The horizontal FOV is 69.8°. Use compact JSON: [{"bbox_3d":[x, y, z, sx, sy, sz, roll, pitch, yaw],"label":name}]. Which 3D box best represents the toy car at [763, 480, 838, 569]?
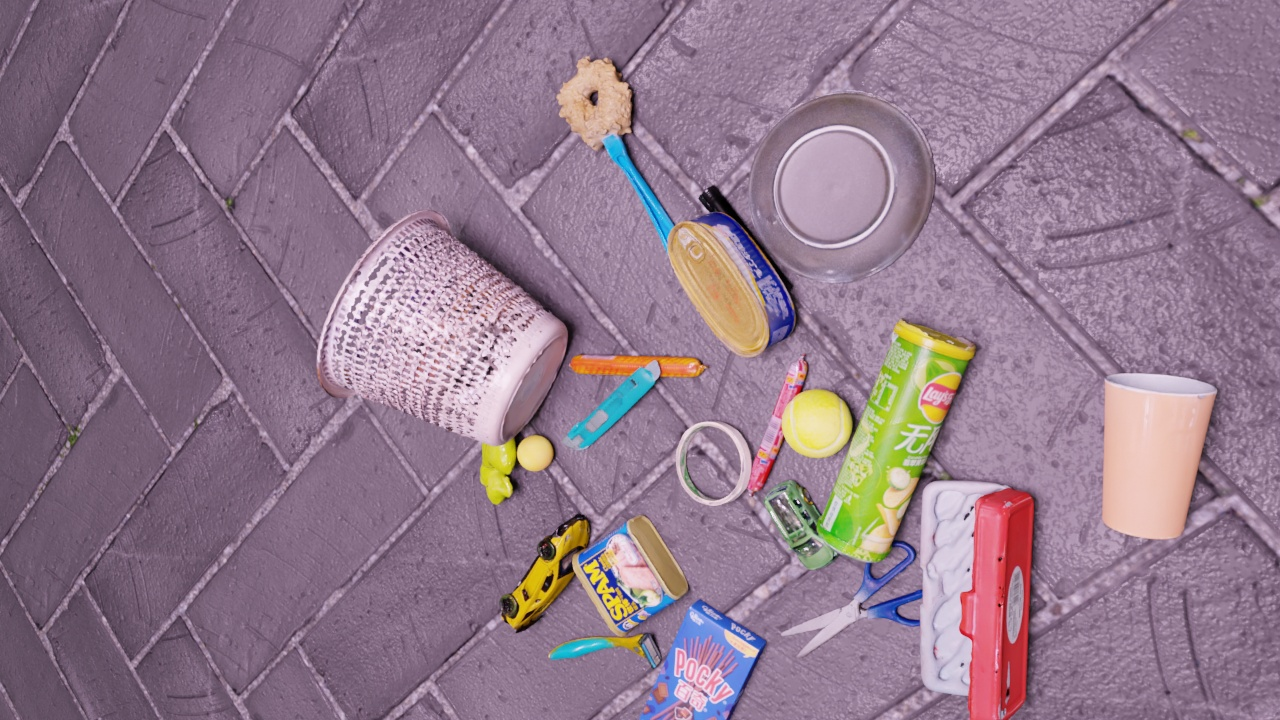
[{"bbox_3d":[0.157,0.163,0.899,0.043,0.036,0.091,-38,82,23],"label":"toy car"}]

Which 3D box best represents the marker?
[{"bbox_3d":[0.103,-0.117,0.905,0.132,0.022,0.020,55,149,12],"label":"marker"}]

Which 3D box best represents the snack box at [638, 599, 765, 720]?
[{"bbox_3d":[0.063,0.341,0.968,0.084,0.026,0.157,28,107,22],"label":"snack box"}]

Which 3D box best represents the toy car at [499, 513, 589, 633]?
[{"bbox_3d":[-0.102,0.236,1.016,0.041,0.071,0.156,39,110,20],"label":"toy car"}]

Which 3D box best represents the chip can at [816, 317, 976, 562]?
[{"bbox_3d":[0.228,0.076,0.833,0.072,0.072,0.221,25,106,23],"label":"chip can"}]

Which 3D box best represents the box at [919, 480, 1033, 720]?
[{"bbox_3d":[0.289,0.209,0.815,0.099,0.095,0.201,5,99,43],"label":"box"}]

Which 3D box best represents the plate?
[{"bbox_3d":[0.182,-0.162,0.859,0.180,0.024,0.179,3,97,26],"label":"plate"}]

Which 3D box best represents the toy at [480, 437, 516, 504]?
[{"bbox_3d":[-0.164,0.110,1.050,0.096,0.031,0.100,51,134,40],"label":"toy"}]

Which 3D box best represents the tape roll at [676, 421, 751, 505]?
[{"bbox_3d":[0.074,0.105,0.936,0.086,0.013,0.086,0,91,39],"label":"tape roll"}]

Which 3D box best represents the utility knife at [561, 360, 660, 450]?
[{"bbox_3d":[-0.032,0.051,0.983,0.029,0.013,0.165,46,122,1],"label":"utility knife"}]

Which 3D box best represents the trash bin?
[{"bbox_3d":[-0.193,-0.017,0.973,0.192,0.227,0.228,29,107,8],"label":"trash bin"}]

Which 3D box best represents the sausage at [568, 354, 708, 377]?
[{"bbox_3d":[-0.006,0.006,0.972,0.165,0.021,0.021,2,96,27],"label":"sausage"}]

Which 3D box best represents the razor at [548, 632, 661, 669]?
[{"bbox_3d":[-0.043,0.321,1.019,0.133,0.028,0.043,-12,121,25],"label":"razor"}]

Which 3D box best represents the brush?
[{"bbox_3d":[-0.008,-0.197,0.948,0.083,0.045,0.254,-31,85,22],"label":"brush"}]

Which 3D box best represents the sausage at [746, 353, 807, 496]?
[{"bbox_3d":[0.136,0.066,0.908,0.020,0.020,0.156,25,106,23],"label":"sausage"}]

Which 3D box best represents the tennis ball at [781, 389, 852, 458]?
[{"bbox_3d":[0.166,0.060,0.866,0.066,0.065,0.065,3,96,26],"label":"tennis ball"}]

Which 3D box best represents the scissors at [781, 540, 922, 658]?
[{"bbox_3d":[0.218,0.248,0.889,0.141,0.012,0.171,27,107,23],"label":"scissors"}]

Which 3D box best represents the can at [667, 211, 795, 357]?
[{"bbox_3d":[0.088,-0.075,0.887,0.148,0.049,0.075,56,140,9],"label":"can"}]

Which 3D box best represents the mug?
[{"bbox_3d":[0.412,0.077,0.742,0.078,0.078,0.123,7,103,26],"label":"mug"}]

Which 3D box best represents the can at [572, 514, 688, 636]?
[{"bbox_3d":[-0.010,0.227,0.978,0.083,0.057,0.102,-38,78,22],"label":"can"}]

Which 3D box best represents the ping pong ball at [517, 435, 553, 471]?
[{"bbox_3d":[-0.118,0.104,1.028,0.040,0.040,0.040,3,96,26],"label":"ping pong ball"}]
